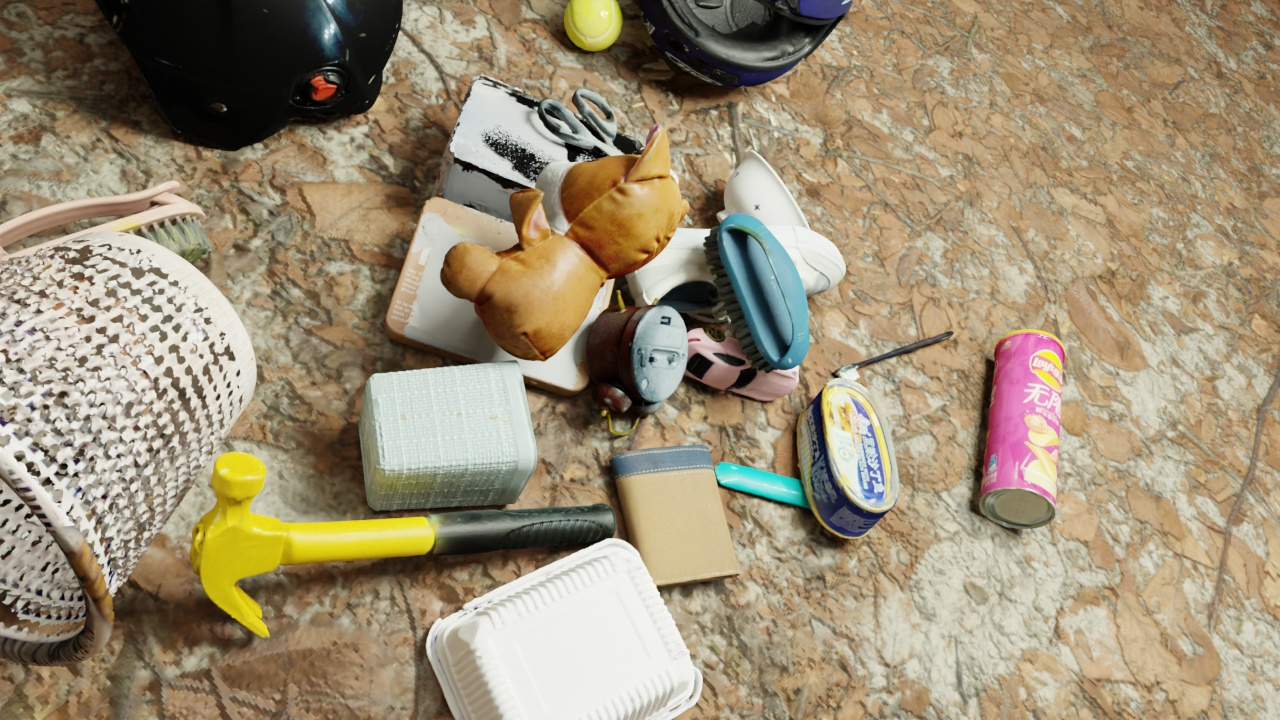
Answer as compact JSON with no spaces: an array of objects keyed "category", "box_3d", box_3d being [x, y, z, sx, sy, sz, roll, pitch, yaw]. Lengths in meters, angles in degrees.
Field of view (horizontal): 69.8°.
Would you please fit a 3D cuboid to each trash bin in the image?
[{"category":"trash bin","box_3d":[-0.345,0.030,0.538,0.227,0.228,0.191,32,39,-4]}]

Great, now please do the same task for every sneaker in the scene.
[{"category":"sneaker","box_3d":[0.100,-0.071,0.875,0.241,0.090,0.090,-1,63,-25]}]

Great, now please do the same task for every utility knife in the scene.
[{"category":"utility knife","box_3d":[0.135,0.116,0.821,0.151,0.013,0.029,15,52,-13]}]

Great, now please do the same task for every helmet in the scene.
[{"category":"helmet","box_3d":[0.111,-0.419,0.999,0.247,0.241,0.314,26,41,-10]},{"category":"helmet","box_3d":[-0.314,-0.325,0.767,0.274,0.231,0.233,6,57,-45]}]

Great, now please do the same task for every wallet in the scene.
[{"category":"wallet","box_3d":[0.028,0.127,0.752,0.090,0.033,0.115,-3,62,-24]}]

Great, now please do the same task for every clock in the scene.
[{"category":"clock","box_3d":[-0.005,0.005,0.778,0.082,0.055,0.122,6,93,-54]}]

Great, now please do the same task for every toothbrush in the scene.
[{"category":"toothbrush","box_3d":[0.270,-0.006,0.960,0.180,0.016,0.018,-18,75,-32]}]

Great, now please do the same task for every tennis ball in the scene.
[{"category":"tennis ball","box_3d":[-0.052,-0.375,1.011,0.065,0.066,0.065,12,56,-18]}]

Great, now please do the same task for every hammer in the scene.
[{"category":"hammer","box_3d":[-0.148,0.122,0.635,0.300,0.129,0.033,3,29,-36]}]

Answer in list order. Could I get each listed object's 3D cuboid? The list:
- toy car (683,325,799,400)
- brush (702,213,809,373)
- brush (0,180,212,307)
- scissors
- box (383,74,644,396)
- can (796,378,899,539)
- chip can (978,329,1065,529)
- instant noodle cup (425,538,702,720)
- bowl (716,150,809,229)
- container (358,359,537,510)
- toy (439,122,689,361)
[{"category":"toy car","box_3d":[0.087,0.007,0.840,0.122,0.056,0.037,19,50,-13]},{"category":"brush","box_3d":[0.107,-0.061,0.790,0.055,0.074,0.144,-22,90,-33]},{"category":"brush","box_3d":[-0.389,-0.085,0.669,0.145,0.063,0.073,-34,88,-37]},{"category":"scissors","box_3d":[-0.017,-0.187,0.832,0.168,0.014,0.155,18,48,-15]},{"category":"box","box_3d":[-0.102,-0.111,0.809,0.178,0.105,0.259,19,48,-14]},{"category":"can","box_3d":[0.186,0.085,0.827,0.074,0.049,0.147,15,46,-15]},{"category":"chip can","box_3d":[0.390,0.066,0.934,0.071,0.072,0.210,28,52,-6]},{"category":"instant noodle cup","box_3d":[-0.046,0.205,0.637,0.173,0.060,0.138,-20,70,-28]},{"category":"bowl","box_3d":[0.117,-0.147,0.938,0.065,0.118,0.118,-33,74,3]},{"category":"container","box_3d":[-0.146,0.057,0.679,0.111,0.090,0.089,-2,60,-23]},{"category":"toy","box_3d":[-0.049,-0.094,0.706,0.199,0.140,0.130,-37,74,-2]}]
